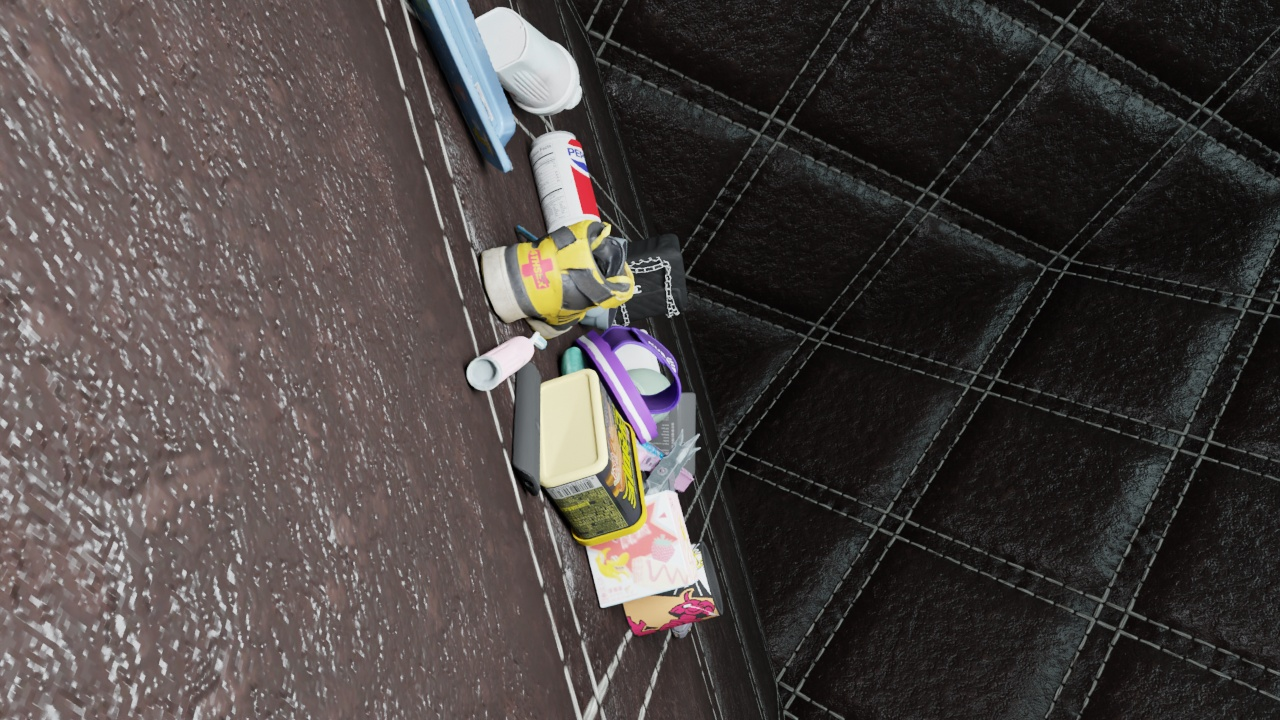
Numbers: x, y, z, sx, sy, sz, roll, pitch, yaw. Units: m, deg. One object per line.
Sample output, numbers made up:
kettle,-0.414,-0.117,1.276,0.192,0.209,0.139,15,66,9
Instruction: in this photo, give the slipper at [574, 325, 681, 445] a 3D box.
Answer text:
slipper,-0.006,0.006,1.050,0.107,0.084,0.266,62,-5,-15

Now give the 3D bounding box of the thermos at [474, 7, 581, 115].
thermos,-0.142,-0.368,1.133,0.220,0.099,0.099,-15,88,-79

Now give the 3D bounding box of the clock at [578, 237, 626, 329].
clock,-0.052,-0.103,1.205,0.159,0.045,0.122,-18,119,-84

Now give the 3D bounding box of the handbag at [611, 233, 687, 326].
handbag,-0.004,-0.102,1.350,0.114,0.154,0.125,-102,177,-57

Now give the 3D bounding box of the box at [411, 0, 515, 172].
box,-0.175,-0.289,0.887,0.124,0.043,0.209,-96,167,-51

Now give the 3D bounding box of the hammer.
hammer,0.038,0.248,1.141,0.146,0.028,0.317,-50,145,-39

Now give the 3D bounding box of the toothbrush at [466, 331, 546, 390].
toothbrush,-0.108,-0.006,0.788,0.026,0.027,0.222,44,9,-2

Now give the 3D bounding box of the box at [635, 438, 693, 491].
box,-0.008,0.131,1.138,0.084,0.071,0.230,35,-3,23

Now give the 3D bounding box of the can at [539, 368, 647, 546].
can,-0.049,0.088,0.858,0.130,0.072,0.101,-100,168,-44

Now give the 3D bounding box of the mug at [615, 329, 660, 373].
mug,-0.014,-0.001,1.366,0.115,0.068,0.094,-99,170,-49

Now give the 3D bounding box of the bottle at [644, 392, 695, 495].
bottle,0.034,0.133,1.306,0.046,0.084,0.174,1,88,-53

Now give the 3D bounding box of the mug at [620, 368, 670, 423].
mug,-0.011,0.067,1.232,0.104,0.084,0.111,-9,111,-74

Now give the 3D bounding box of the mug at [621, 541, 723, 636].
mug,0.037,0.261,1.030,0.118,0.098,0.081,62,13,-58

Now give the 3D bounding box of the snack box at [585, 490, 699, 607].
snack box,-0.001,0.187,0.917,0.079,0.093,0.094,43,31,-76

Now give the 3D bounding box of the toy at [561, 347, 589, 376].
toy,-0.067,0.030,1.022,0.085,0.033,0.105,74,0,-55

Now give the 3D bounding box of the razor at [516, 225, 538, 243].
razor,-0.109,-0.098,1.044,0.042,0.022,0.144,37,-16,26

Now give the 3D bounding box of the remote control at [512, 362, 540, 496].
remote control,-0.096,0.056,0.789,0.146,0.015,0.033,-98,169,-53

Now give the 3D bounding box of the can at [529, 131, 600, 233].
can,-0.100,-0.226,1.201,0.070,0.070,0.132,50,25,-74

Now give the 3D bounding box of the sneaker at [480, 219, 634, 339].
sneaker,-0.066,-0.079,0.907,0.238,0.122,0.086,6,69,-82
